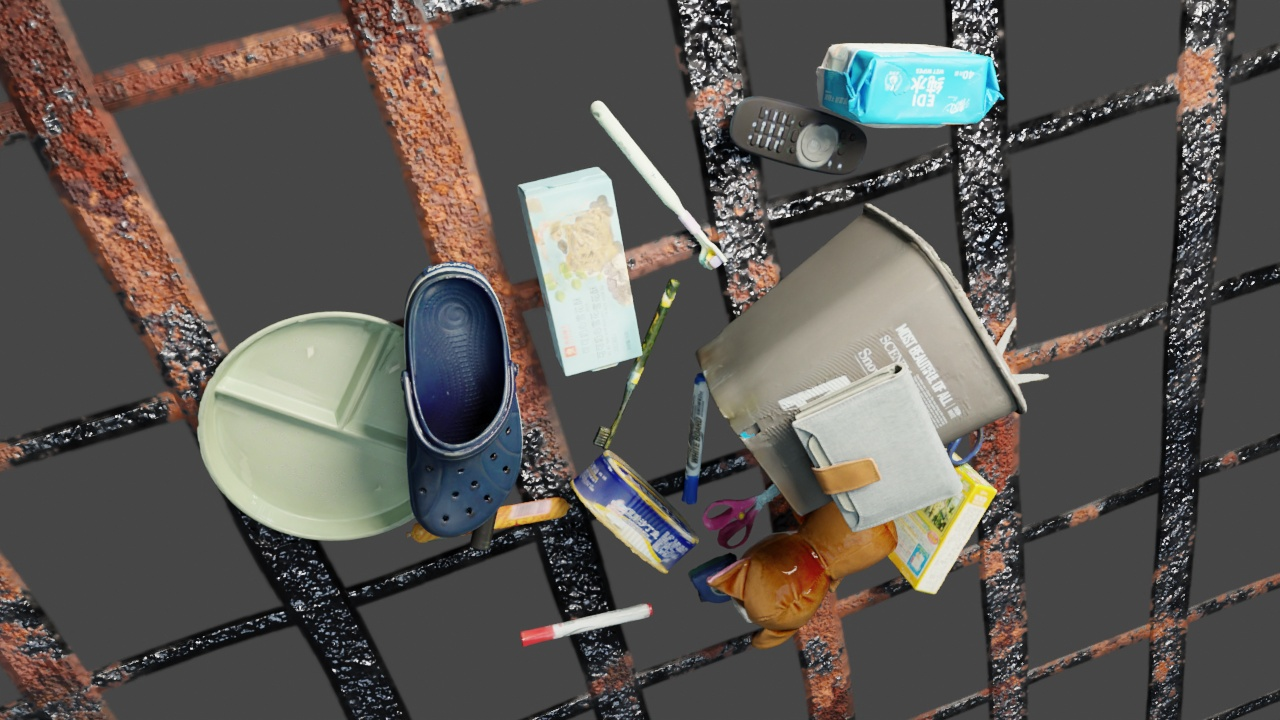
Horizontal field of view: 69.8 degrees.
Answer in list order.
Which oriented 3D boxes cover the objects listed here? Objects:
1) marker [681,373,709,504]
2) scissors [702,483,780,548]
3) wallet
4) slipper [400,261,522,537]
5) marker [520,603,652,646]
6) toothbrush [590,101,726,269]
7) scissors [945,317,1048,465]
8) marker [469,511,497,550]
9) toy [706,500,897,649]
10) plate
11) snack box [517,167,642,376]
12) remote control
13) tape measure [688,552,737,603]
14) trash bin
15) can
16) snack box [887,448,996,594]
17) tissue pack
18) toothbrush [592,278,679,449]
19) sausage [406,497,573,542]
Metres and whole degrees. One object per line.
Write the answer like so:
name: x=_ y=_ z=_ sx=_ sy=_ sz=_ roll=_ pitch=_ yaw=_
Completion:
marker: x=0.057 y=0.081 z=0.934 sx=0.017 sy=0.017 sz=0.146 roll=-2 pitch=115 yaw=-15
scissors: x=0.135 y=0.158 z=0.995 sx=0.137 sy=0.017 sz=0.077 roll=-28 pitch=118 yaw=-6
wallet: x=0.194 y=0.078 z=0.757 sx=0.107 sy=0.037 sz=0.130 roll=-26 pitch=113 yaw=12
slipper: x=-0.150 y=0.043 z=0.788 sx=0.105 sy=0.095 sz=0.253 roll=-3 pitch=111 yaw=-14
marker: x=-0.058 y=0.287 z=0.997 sx=0.145 sy=0.017 sz=0.017 roll=-10 pitch=116 yaw=-11
toothbrush: x=0.016 y=-0.153 z=0.813 sx=0.189 sy=0.029 sz=0.020 roll=49 pitch=52 yaw=-27
scissors: x=0.354 y=0.030 z=0.979 sx=0.162 sy=0.012 sz=0.176 roll=17 pitch=91 yaw=-9
marker: x=-0.139 y=0.118 z=0.879 sx=0.020 sy=0.022 sz=0.132 roll=5 pitch=103 yaw=-50
toy: x=0.168 y=0.205 z=0.968 sx=0.199 sy=0.130 sz=0.140 roll=-43 pitch=108 yaw=-12
plate: x=-0.271 y=0.060 z=0.825 sx=0.230 sy=0.027 sz=0.230 roll=-6 pitch=115 yaw=-13
snack box: x=-0.052 y=-0.077 z=0.810 sx=0.074 sy=0.051 sz=0.175 roll=-16 pitch=117 yaw=-10
remote control: x=0.139 y=-0.201 z=0.822 sx=0.136 sy=0.024 sz=0.053 roll=10 pitch=109 yaw=-21
tape measure: x=0.086 y=0.241 z=1.012 sx=0.058 sy=0.025 sz=0.054 roll=-26 pitch=120 yaw=2
trash bin: x=0.187 y=0.007 z=0.838 sx=0.220 sy=0.198 sz=0.199 roll=-34 pitch=110 yaw=8
can: x=-0.004 y=0.152 z=0.918 sx=0.049 sy=0.074 sz=0.148 roll=-43 pitch=118 yaw=3
snack box: x=0.325 y=0.176 z=1.015 sx=0.033 sy=0.087 sz=0.141 roll=15 pitch=109 yaw=-21
tissue pack: x=0.229 y=-0.237 z=0.793 sx=0.140 sy=0.090 sz=0.063 roll=-4 pitch=115 yaw=-14
toothbrush: x=-0.005 y=0.005 z=0.884 sx=0.017 sy=0.012 sz=0.186 roll=20 pitch=108 yaw=-12
sausage: x=-0.148 y=0.157 z=0.909 sx=0.165 sy=0.021 sz=0.021 roll=-8 pitch=116 yaw=-12
